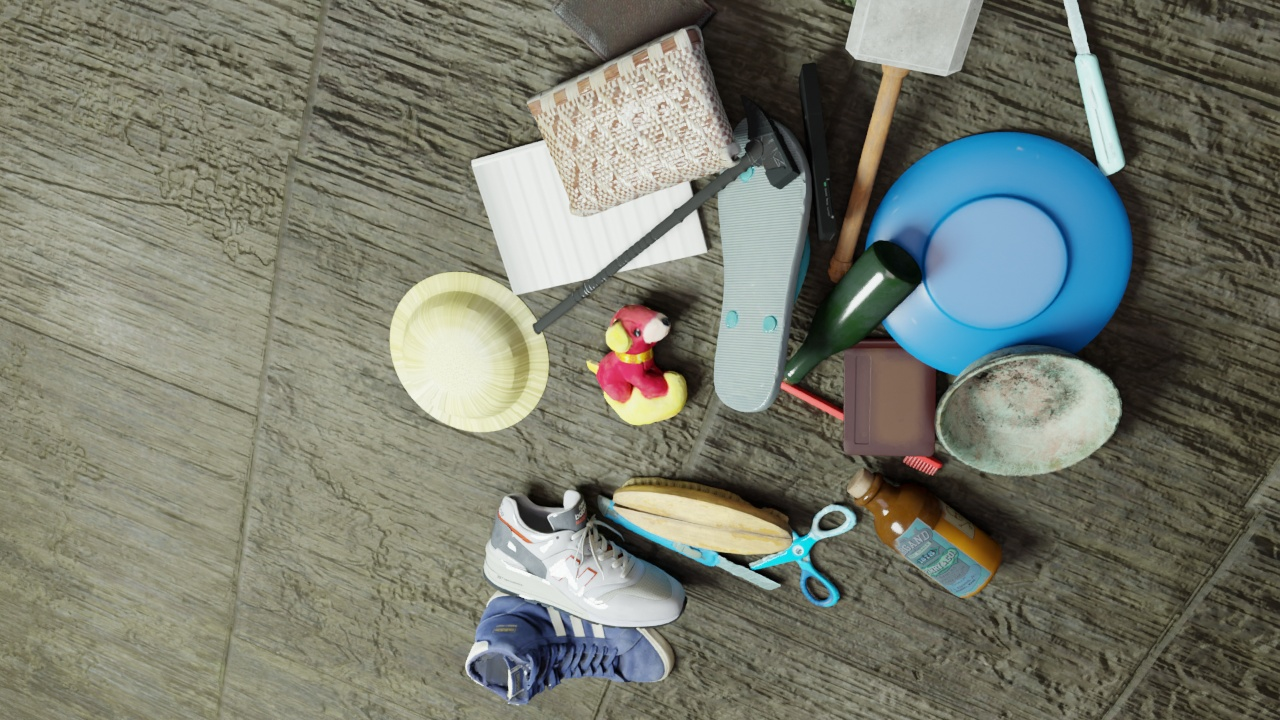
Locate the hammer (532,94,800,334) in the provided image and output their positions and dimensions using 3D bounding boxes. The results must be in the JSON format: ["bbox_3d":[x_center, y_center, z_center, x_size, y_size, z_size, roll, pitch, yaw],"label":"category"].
[{"bbox_3d":[0.003,-0.119,0.876,0.326,0.015,0.095,-35,63,30],"label":"hammer"}]

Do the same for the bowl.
[{"bbox_3d":[0.350,0.040,0.838,0.157,0.038,0.158,6,133,6],"label":"bowl"}]

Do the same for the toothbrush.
[{"bbox_3d":[0.202,0.060,0.919,0.212,0.012,0.018,28,115,3],"label":"toothbrush"}]

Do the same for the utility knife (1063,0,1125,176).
[{"bbox_3d":[0.374,-0.234,0.762,0.022,0.015,0.166,-5,112,51],"label":"utility knife"}]

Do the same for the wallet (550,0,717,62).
[{"bbox_3d":[-0.008,-0.314,0.822,0.120,0.031,0.100,43,112,-2],"label":"wallet"}]

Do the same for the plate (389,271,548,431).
[{"bbox_3d":[-0.192,-0.001,0.984,0.184,0.036,0.184,5,111,13],"label":"plate"}]

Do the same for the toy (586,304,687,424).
[{"bbox_3d":[-0.006,0.005,0.931,0.106,0.067,0.137,4,124,16],"label":"toy"}]

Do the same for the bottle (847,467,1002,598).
[{"bbox_3d":[0.275,0.163,0.910,0.157,0.067,0.068,37,115,-1],"label":"bottle"}]

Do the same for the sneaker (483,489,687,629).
[{"bbox_3d":[-0.065,0.208,1.003,0.240,0.088,0.124,8,115,15],"label":"sneaker"}]

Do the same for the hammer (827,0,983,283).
[{"bbox_3d":[0.201,-0.197,0.768,0.083,0.162,0.318,14,130,9],"label":"hammer"}]

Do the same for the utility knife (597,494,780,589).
[{"bbox_3d":[0.050,0.204,1.011,0.221,0.015,0.031,23,132,5],"label":"utility knife"}]

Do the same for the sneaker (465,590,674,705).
[{"bbox_3d":[-0.084,0.342,1.042,0.233,0.118,0.092,18,114,7],"label":"sneaker"}]

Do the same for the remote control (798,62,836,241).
[{"bbox_3d":[0.154,-0.180,0.797,0.013,0.034,0.150,-6,86,4],"label":"remote control"}]

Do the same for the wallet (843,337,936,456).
[{"bbox_3d":[0.243,0.035,0.888,0.091,0.018,0.116,0,102,12],"label":"wallet"}]

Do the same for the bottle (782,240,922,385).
[{"bbox_3d":[0.186,-0.034,0.859,0.055,0.055,0.175,36,130,-1],"label":"bottle"}]

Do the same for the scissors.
[{"bbox_3d":[0.180,0.207,0.981,0.134,0.011,0.139,-27,101,22],"label":"scissors"}]

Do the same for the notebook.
[{"bbox_3d":[-0.052,-0.153,0.905,0.210,0.009,0.143,-11,108,18],"label":"notebook"}]

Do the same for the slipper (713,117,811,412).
[{"bbox_3d":[0.119,-0.087,0.833,0.098,0.054,0.268,3,89,48],"label":"slipper"}]

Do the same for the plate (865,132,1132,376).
[{"bbox_3d":[0.314,-0.087,0.816,0.224,0.024,0.224,5,108,16],"label":"plate"}]

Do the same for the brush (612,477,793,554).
[{"bbox_3d":[0.066,0.164,0.974,0.195,0.043,0.059,11,113,14],"label":"brush"}]

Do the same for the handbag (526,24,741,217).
[{"bbox_3d":[-0.006,-0.210,0.828,0.186,0.046,0.124,-12,108,34],"label":"handbag"}]
